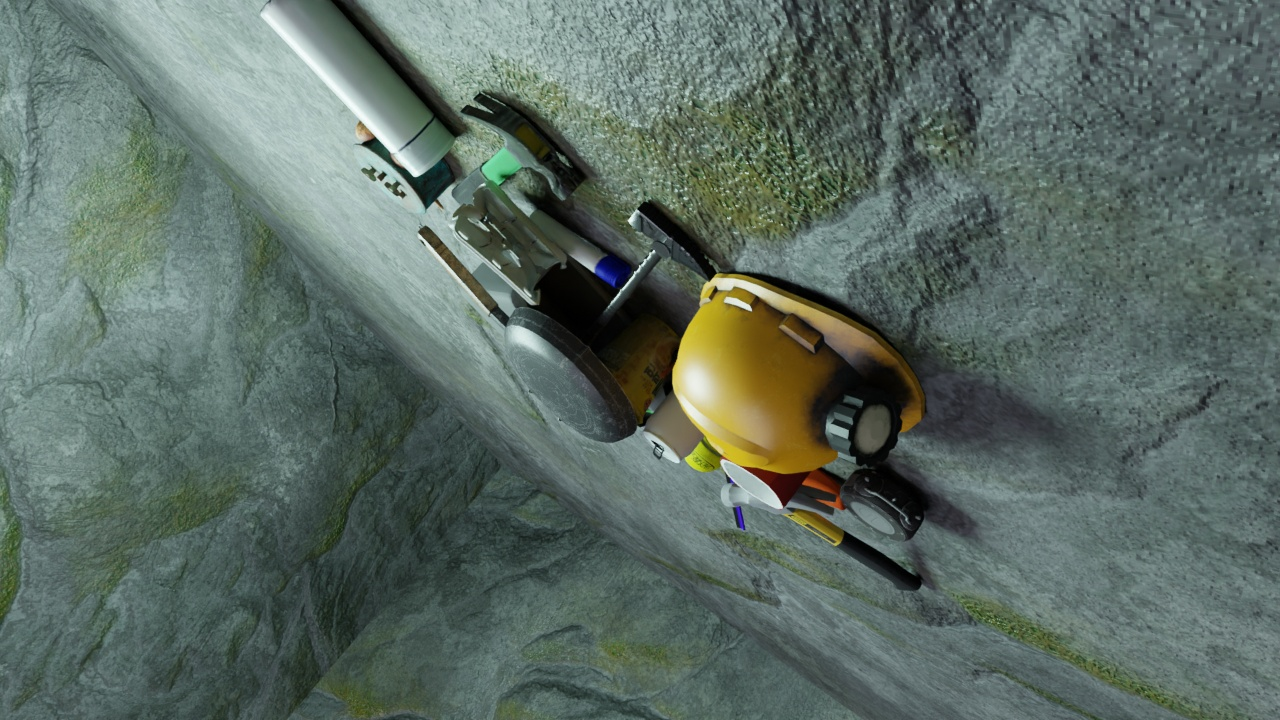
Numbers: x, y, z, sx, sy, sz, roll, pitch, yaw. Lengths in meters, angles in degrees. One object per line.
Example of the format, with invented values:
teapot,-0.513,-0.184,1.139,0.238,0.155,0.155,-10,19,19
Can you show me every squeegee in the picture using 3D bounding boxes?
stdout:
squeegee,0.181,0.145,1.150,0.185,0.055,0.250,21,136,43

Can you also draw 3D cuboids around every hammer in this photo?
hammer,0.250,0.222,1.137,0.323,0.029,0.127,34,150,-32
hammer,-0.025,-0.050,0.980,0.095,0.015,0.326,40,147,-3
hammer,-0.164,-0.208,1.018,0.130,0.032,0.319,43,165,-16

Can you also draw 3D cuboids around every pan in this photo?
pan,-0.145,-0.028,1.082,0.357,0.040,0.208,43,159,2

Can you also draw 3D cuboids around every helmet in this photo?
helmet,0.118,0.035,0.854,0.256,0.131,0.205,21,156,53

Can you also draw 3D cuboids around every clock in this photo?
clock,0.266,0.154,0.998,0.091,0.043,0.123,37,164,9
clock,-0.306,-0.250,1.150,0.121,0.073,0.158,34,163,19

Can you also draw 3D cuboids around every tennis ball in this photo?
tennis ball,0.092,0.122,1.276,0.065,0.065,0.065,37,165,12

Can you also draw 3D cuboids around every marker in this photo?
marker,-0.070,-0.128,1.031,0.133,0.027,0.023,37,165,20

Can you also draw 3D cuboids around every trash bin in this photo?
trash bin,-0.118,-0.057,1.211,0.192,0.097,0.220,47,164,-25

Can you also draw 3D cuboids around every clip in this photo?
clip,-0.144,-0.142,1.018,0.126,0.110,0.150,46,-159,-27

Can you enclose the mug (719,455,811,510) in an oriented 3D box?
mug,0.140,0.094,1.027,0.116,0.096,0.080,28,161,36

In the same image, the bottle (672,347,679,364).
bottle,0.083,0.013,1.038,0.116,0.041,0.041,26,160,41

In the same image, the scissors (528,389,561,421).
scissors,-0.120,0.013,1.392,0.179,0.015,0.199,23,-138,-50

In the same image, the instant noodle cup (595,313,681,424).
instant noodle cup,-0.006,0.006,1.098,0.102,0.108,0.102,36,164,12

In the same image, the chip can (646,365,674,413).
chip can,-0.018,0.026,1.249,0.075,0.075,0.223,47,162,-26

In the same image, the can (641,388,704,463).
can,0.054,0.065,1.086,0.064,0.127,0.064,37,165,12

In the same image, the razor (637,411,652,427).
razor,0.039,0.059,1.255,0.157,0.060,0.057,-20,110,51

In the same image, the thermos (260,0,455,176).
thermos,-0.302,-0.306,0.999,0.230,0.067,0.068,47,163,-25
